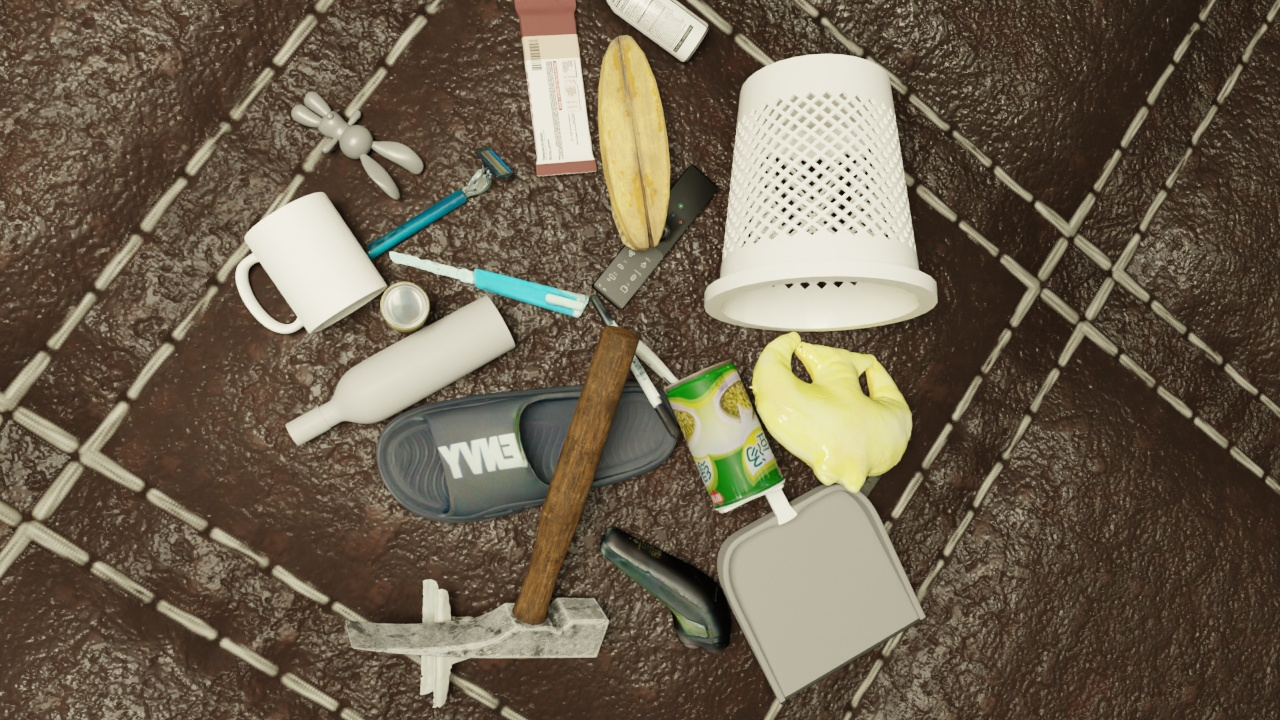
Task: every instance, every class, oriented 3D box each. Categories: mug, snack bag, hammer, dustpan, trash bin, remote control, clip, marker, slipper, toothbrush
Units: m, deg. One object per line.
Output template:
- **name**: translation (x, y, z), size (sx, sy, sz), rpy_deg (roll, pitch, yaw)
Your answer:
- **mug**: translation (-0.279, -0.070, 0.753), size (0.111, 0.073, 0.090), rpy_deg (-31, 98, 14)
- **snack bag**: translation (-0.076, -0.247, 0.827), size (0.057, 0.013, 0.158), rpy_deg (-8, 92, -12)
- **hammer**: translation (-0.093, 0.108, 0.735), size (0.217, 0.037, 0.301), rpy_deg (10, 107, -29)
- **dustpan**: translation (0.146, 0.171, 0.861), size (0.163, 0.033, 0.257), rpy_deg (-27, 89, -9)
- **trash bin**: translation (0.154, -0.144, 0.806), size (0.195, 0.196, 0.199), rpy_deg (4, 79, -14)
- **remote control**: translation (0.014, -0.115, 0.849), size (0.034, 0.013, 0.150), rpy_deg (40, 81, -11)
- **clip**: translation (-0.167, 0.243, 0.795), size (0.052, 0.058, 0.102), rpy_deg (2, 90, 10)
- **marker**: translation (-0.005, 0.005, 0.820), size (0.011, 0.011, 0.152), rpy_deg (-28, 76, -13)
- **slipper**: translation (-0.087, 0.079, 0.790), size (0.267, 0.083, 0.110), rpy_deg (-9, 94, -15)
- **toothbrush**: translation (0.048, 0.029, 0.857), size (0.189, 0.016, 0.017), rpy_deg (41, 71, -11)

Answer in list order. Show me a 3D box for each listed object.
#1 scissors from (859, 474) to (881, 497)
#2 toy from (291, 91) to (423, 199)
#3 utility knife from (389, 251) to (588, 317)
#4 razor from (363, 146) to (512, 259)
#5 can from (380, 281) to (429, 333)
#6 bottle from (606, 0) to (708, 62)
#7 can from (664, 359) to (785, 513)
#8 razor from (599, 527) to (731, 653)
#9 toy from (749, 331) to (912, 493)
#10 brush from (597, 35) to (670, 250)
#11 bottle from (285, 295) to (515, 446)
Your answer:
- **scissors**: translation (0.196, 0.169, 0.893), size (0.157, 0.012, 0.166), rpy_deg (-25, 92, -11)
- **toy**: translation (-0.241, -0.185, 0.778), size (0.111, 0.030, 0.049), rpy_deg (35, 67, -6)
- **utility knife**: translation (-0.132, -0.072, 0.811), size (0.178, 0.015, 0.022), rpy_deg (16, 85, -15)
- **razor**: translation (-0.178, -0.132, 0.799), size (0.144, 0.022, 0.042), rpy_deg (-37, 61, -7)
- **can**: translation (-0.195, -0.043, 0.763), size (0.038, 0.079, 0.038), rpy_deg (0, 90, -14)
- **bottle**: translation (0.005, -0.321, 0.833), size (0.116, 0.041, 0.041), rpy_deg (33, 82, -12)
- **can**: translation (0.074, 0.067, 0.809), size (0.067, 0.067, 0.121), rpy_deg (-22, 85, -13)
- **razor**: translation (0.022, 0.209, 0.837), size (0.151, 0.053, 0.067), rpy_deg (36, 108, -5)
- **toy**: translation (0.178, 0.050, 0.854), size (0.170, 0.065, 0.154), rpy_deg (16, 57, -17)
- **brush**: translation (-0.008, -0.193, 0.823), size (0.059, 0.043, 0.195), rpy_deg (-6, 85, -10)
- **bottle**: translation (-0.204, 0.014, 0.775), size (0.195, 0.052, 0.052), rpy_deg (-30, 97, -12)
